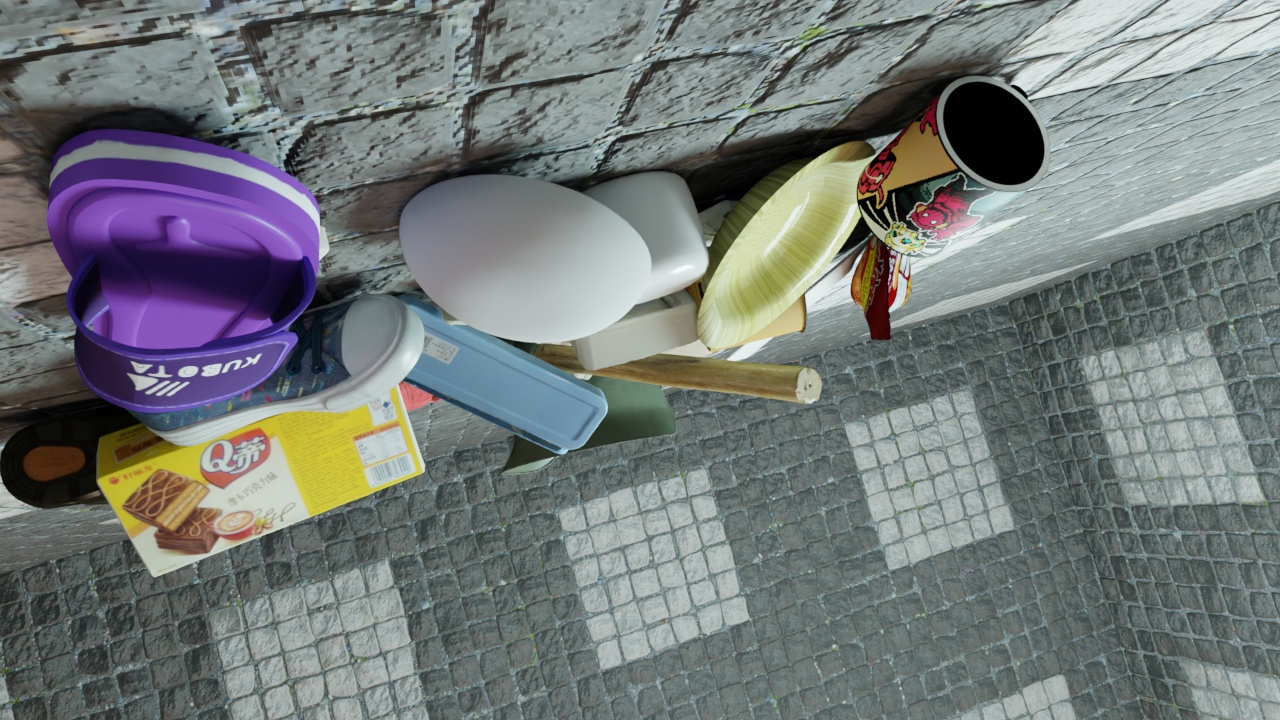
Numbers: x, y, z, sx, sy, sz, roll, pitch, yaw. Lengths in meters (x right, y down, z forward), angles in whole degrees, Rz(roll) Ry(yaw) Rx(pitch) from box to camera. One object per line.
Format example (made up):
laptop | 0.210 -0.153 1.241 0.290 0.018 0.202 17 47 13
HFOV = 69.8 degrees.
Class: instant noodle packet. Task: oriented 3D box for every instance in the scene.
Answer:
instant noodle packet | 0.078 -0.111 0.733 0.134 0.026 0.087 -10 172 -44

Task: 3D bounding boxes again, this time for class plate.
plate | 0.097 -0.092 0.677 0.184 0.036 0.185 -37 156 -20
plate | 0.177 -0.059 1.060 0.242 0.016 0.242 -40 177 -3

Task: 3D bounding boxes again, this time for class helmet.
helmet | -0.069 0.048 1.193 0.228 0.153 0.267 -18 169 32

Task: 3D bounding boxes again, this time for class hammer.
hammer | -0.004 0.004 0.747 0.331 0.033 0.132 5 157 43

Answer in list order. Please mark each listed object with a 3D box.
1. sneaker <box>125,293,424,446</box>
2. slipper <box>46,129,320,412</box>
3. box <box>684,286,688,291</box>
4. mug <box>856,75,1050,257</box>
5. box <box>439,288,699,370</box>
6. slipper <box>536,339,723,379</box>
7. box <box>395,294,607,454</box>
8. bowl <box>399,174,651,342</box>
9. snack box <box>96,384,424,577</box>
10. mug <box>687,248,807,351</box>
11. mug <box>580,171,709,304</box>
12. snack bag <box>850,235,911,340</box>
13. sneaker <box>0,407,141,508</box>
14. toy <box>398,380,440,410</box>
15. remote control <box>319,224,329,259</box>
sneaker | -0.269 -0.003 0.651 0.236 0.087 0.079 -15 150 15
slipper | -0.224 -0.013 0.449 0.107 0.084 0.267 4 166 -29
box | 0.092 -0.074 0.994 0.187 0.056 0.071 -16 143 -18
mug | 0.215 -0.138 0.617 0.117 0.082 0.098 -49 -179 -24
box | -0.058 -0.044 0.707 0.187 0.058 0.144 -8 -154 -17
slipper | -0.035 -0.014 0.919 0.262 0.052 0.115 2 162 -18
box | -0.130 0.007 0.778 0.209 0.073 0.085 29 -170 -26
bowl | -0.070 -0.046 0.536 0.149 0.043 0.150 6 154 3
snack box | -0.308 0.079 0.761 0.230 0.110 0.061 -21 -144 -18
mug | 0.094 -0.073 0.856 0.094 0.100 0.124 -14 133 -1
mug | -0.015 -0.075 0.617 0.116 0.068 0.094 -17 174 12
snack bag | 0.250 -0.090 0.924 0.067 0.139 0.207 9 -175 11
sneaker | -0.431 0.084 0.839 0.237 0.101 0.143 -12 174 -24
toy | -0.250 0.031 0.898 0.093 0.088 0.133 -15 176 -44
remote control | -0.215 -0.053 0.533 0.038 0.018 0.126 -12 175 -35
